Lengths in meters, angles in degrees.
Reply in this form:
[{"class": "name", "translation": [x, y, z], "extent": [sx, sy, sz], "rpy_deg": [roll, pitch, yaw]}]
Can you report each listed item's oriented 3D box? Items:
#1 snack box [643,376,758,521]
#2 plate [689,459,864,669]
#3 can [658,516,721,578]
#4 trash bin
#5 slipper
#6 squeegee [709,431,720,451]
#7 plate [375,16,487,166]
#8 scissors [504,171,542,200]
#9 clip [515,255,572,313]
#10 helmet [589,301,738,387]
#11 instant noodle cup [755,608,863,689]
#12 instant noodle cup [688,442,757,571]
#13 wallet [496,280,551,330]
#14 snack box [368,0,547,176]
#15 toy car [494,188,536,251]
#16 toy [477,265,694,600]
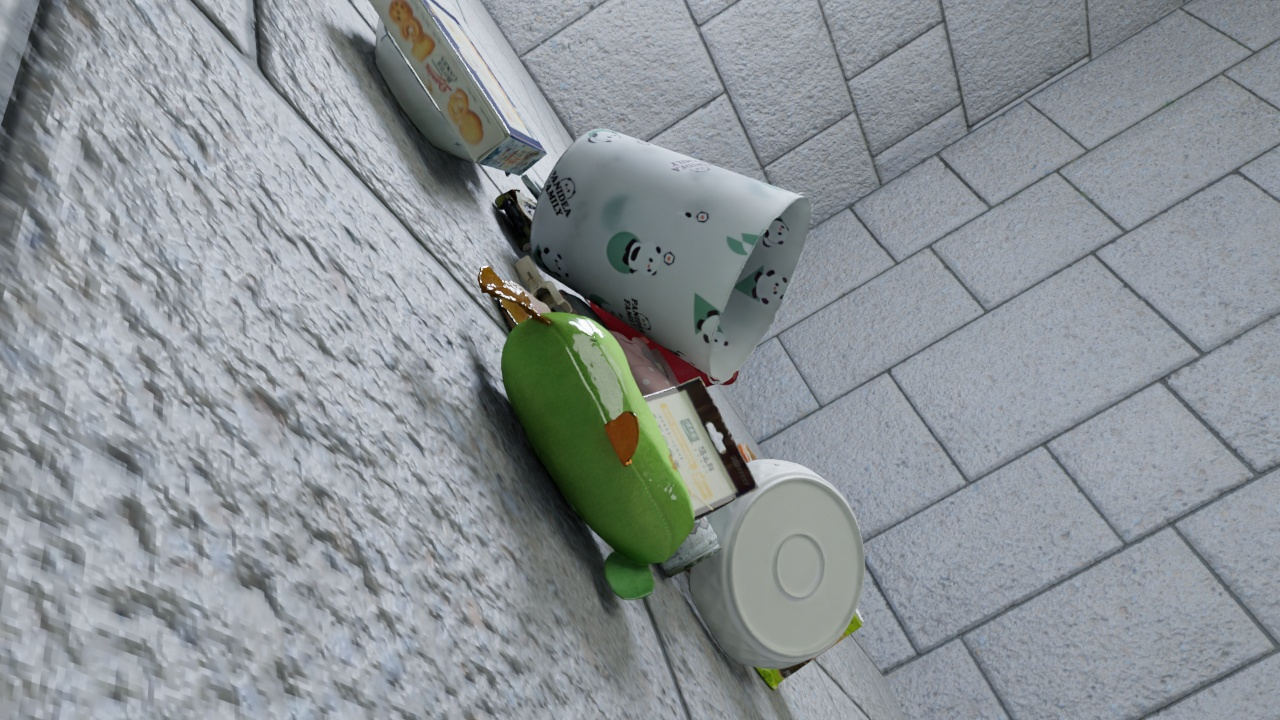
[{"class": "snack box", "translation": [0.020, 0.085, 0.777], "extent": [0.125, 0.053, 0.113], "rpy_deg": [-14, 72, -43]}, {"class": "plate", "translation": [0.142, 0.198, 0.894], "extent": [0.205, 0.204, 0.046], "rpy_deg": [58, -29, -13]}, {"class": "can", "translation": [0.013, 0.119, 0.831], "extent": [0.146, 0.058, 0.058], "rpy_deg": [60, 7, 10]}, {"class": "trash bin", "translation": [0.029, -0.129, 1.036], "extent": [0.252, 0.229, 0.229], "rpy_deg": [28, -4, 19]}, {"class": "slipper", "translation": [-0.006, 0.006, 0.997], "extent": [0.274, 0.054, 0.114], "rpy_deg": [49, 7, 34]}, {"class": "squeegee", "translation": [0.098, 0.121, 1.103], "extent": [0.249, 0.040, 0.248], "rpy_deg": [53, -23, -11]}, {"class": "plate", "translation": [-0.216, -0.277, 0.984], "extent": [0.162, 0.034, 0.265], "rpy_deg": [58, 7, -4]}, {"class": "scissors", "translation": [-0.149, -0.229, 1.058], "extent": [0.159, 0.014, 0.178], "rpy_deg": [51, 11, -26]}, {"class": "clip", "translation": [-0.100, -0.069, 0.944], "extent": [0.070, 0.034, 0.099], "rpy_deg": [53, 4, -34]}, {"class": "helmet", "translation": [0.017, -0.053, 1.223], "extent": [0.207, 0.143, 0.240], "rpy_deg": [98, -32, -63]}, {"class": "instant noodle cup", "translation": [0.174, 0.283, 1.013], "extent": [0.112, 0.123, 0.111], "rpy_deg": [58, 7, -12]}, {"class": "instant noodle cup", "translation": [0.094, 0.167, 0.988], "extent": [0.151, 0.111, 0.151], "rpy_deg": [57, 7, -11]}, {"class": "wallet", "translation": [-0.083, -0.010, 0.816], "extent": [0.115, 0.033, 0.090], "rpy_deg": [58, 7, 22]}, {"class": "snack box", "translation": [-0.175, -0.277, 0.918], "extent": [0.178, 0.046, 0.182], "rpy_deg": [56, 9, -3]}, {"class": "toy car", "translation": [-0.129, -0.161, 1.102], "extent": [0.070, 0.042, 0.158], "rpy_deg": [60, 4, 7]}, {"class": "toy", "translation": [-0.037, 0.040, 0.646], "extent": [0.247, 0.090, 0.227], "rpy_deg": [61, -9, -5]}]
